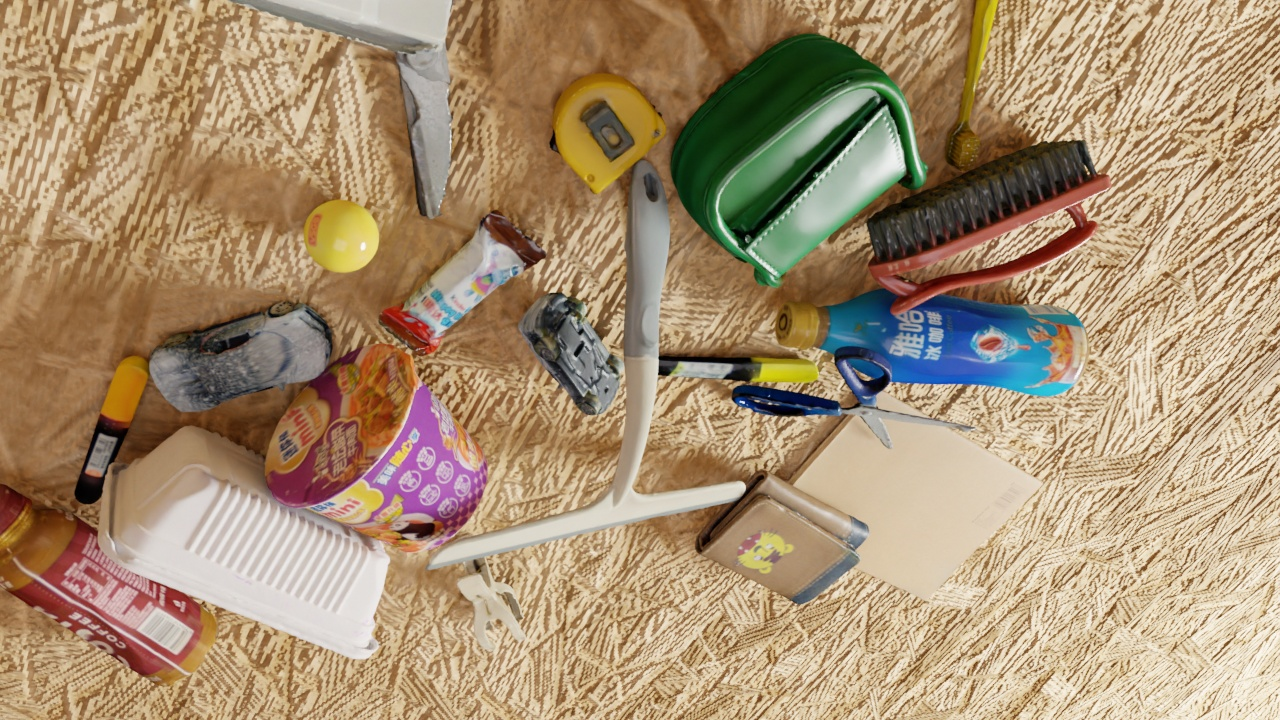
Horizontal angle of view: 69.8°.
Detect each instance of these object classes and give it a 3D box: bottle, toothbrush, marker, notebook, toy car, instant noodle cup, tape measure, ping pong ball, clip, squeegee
[{"bbox_3d":[-0.360,0.148,0.603,0.057,0.057,0.175,-29,125,6],"label":"bottle"},{"bbox_3d":[0.200,-0.199,0.525,0.015,0.016,0.190,-8,125,-10],"label":"toothbrush"},{"bbox_3d":[-0.328,0.045,0.568,0.018,0.015,0.124,22,119,-24],"label":"marker"},{"bbox_3d":[0.215,0.116,0.751,0.211,0.012,0.150,27,113,-28],"label":"notebook"},{"bbox_3d":[-0.044,-0.003,0.587,0.034,0.042,0.090,-1,138,37],"label":"toy car"},{"bbox_3d":[-0.155,0.063,0.569,0.112,0.111,0.099,-32,132,9],"label":"instant noodle cup"},{"bbox_3d":[-0.234,0.104,0.570,0.173,0.138,0.060,38,86,-31],"label":"instant noodle cup"},{"bbox_3d":[-0.020,-0.129,0.513,0.060,0.029,0.057,-38,124,12],"label":"tape measure"},{"bbox_3d":[-0.166,-0.069,0.511,0.040,0.040,0.040,-7,125,-10],"label":"ping pong ball"},{"bbox_3d":[-0.116,0.179,0.694,0.035,0.076,0.101,-16,127,-3],"label":"clip"},{"bbox_3d":[0.196,-0.014,0.623,0.218,0.065,0.065,4,123,-17],"label":"bottle"},{"bbox_3d":[-0.237,0.000,0.548,0.105,0.031,0.049,-18,127,-2],"label":"toy car"},{"bbox_3d":[0.064,0.005,0.636,0.124,0.015,0.018,2,130,-12],"label":"marker"},{"bbox_3d":[-0.003,0.003,0.565,0.246,0.039,0.247,-5,111,-35],"label":"squeegee"}]

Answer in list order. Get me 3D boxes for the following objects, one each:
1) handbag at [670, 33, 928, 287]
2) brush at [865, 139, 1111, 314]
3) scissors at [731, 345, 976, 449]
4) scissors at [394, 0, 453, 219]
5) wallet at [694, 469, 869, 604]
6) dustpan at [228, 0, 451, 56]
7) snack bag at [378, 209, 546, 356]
[{"bbox_3d":[0.092,-0.112,0.535,0.131,0.068,0.120,-37,133,11],"label":"handbag"},{"bbox_3d":[0.212,-0.081,0.572,0.146,0.063,0.069,-23,103,-1],"label":"brush"},{"bbox_3d":[0.147,0.030,0.631,0.176,0.012,0.162,6,155,8],"label":"scissors"},{"bbox_3d":[-0.130,-0.171,0.466,0.176,0.015,0.211,27,114,-29],"label":"scissors"},{"bbox_3d":[0.112,0.140,0.717,0.115,0.033,0.090,31,112,-25],"label":"wallet"},{"bbox_3d":[-0.206,-0.269,0.370,0.257,0.142,0.223,-8,128,-40],"label":"dustpan"},{"bbox_3d":[-0.109,-0.044,0.551,0.105,0.026,0.045,-40,121,12],"label":"snack bag"}]
